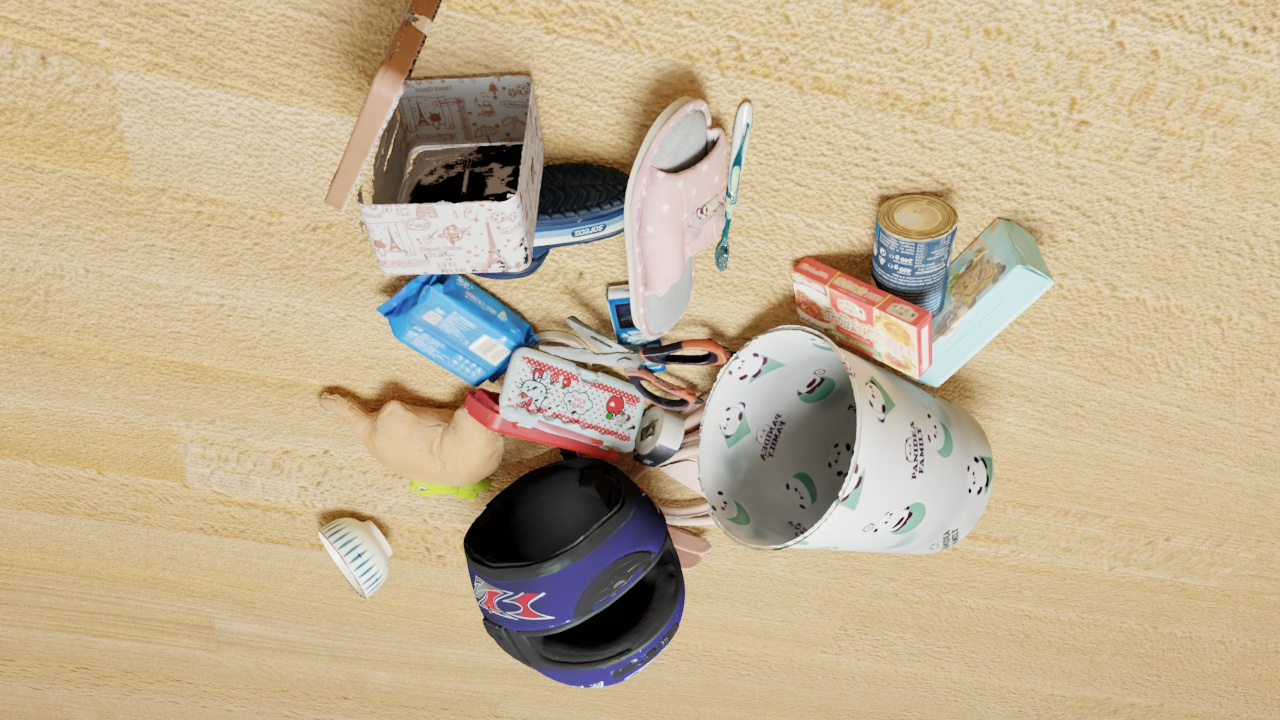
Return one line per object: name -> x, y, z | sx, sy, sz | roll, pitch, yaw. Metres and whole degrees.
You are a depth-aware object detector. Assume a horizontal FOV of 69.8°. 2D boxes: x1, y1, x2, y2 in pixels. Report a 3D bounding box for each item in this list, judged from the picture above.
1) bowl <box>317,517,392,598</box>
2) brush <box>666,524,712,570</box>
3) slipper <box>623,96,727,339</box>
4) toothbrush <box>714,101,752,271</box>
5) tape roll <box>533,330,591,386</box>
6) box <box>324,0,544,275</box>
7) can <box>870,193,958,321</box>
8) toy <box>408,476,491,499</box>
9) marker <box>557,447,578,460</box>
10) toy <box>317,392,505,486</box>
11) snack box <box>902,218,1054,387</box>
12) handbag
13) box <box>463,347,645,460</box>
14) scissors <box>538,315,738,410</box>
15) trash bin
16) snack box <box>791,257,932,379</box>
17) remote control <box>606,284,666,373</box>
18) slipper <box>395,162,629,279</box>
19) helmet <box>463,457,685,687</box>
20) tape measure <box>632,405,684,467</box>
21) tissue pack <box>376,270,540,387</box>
bowl -> -0.388, 0.265, 1.273 | 0.066, 0.116, 0.117 | -36, 143, -27
brush -> 0.024, 0.253, 1.271 | 0.145, 0.063, 0.073 | 18, 144, -17
slipper -> 0.037, -0.118, 0.861 | 0.054, 0.113, 0.275 | 33, 144, 23
toothbrush -> 0.088, -0.159, 0.876 | 0.016, 0.018, 0.192 | 2, 136, -3
tape roll -> -0.098, 0.001, 1.048 | 0.086, 0.013, 0.086 | 0, 136, 0
box -> -0.167, -0.196, 0.732 | 0.154, 0.182, 0.185 | -1, 139, 1
can -> 0.264, -0.098, 0.895 | 0.075, 0.075, 0.111 | -4, 135, 5
toy -> -0.251, 0.155, 1.198 | 0.100, 0.031, 0.097 | 30, 129, -32
marker -> -0.093, 0.109, 1.155 | 0.022, 0.020, 0.132 | -13, 135, 8
toy -> -0.276, 0.093, 1.106 | 0.226, 0.082, 0.144 | 6, 131, -1
snack box -> 0.333, -0.056, 0.938 | 0.051, 0.074, 0.175 | 20, 133, -20
handbag -> 0.081, 0.149, 1.159 | 0.235, 0.093, 0.193 | -27, 129, 35
box -> -0.088, 0.045, 1.040 | 0.201, 0.095, 0.101 | 20, 96, -42
scissors -> 0.003, 0.003, 1.008 | 0.226, 0.015, 0.189 | -6, 144, 3
trash bin -> 0.229, 0.103, 0.989 | 0.251, 0.229, 0.230 | 15, 136, -34
snack box -> 0.220, -0.044, 0.917 | 0.025, 0.153, 0.075 | -41, 139, -20
remote control -> -0.003, -0.033, 1.003 | 0.049, 0.024, 0.125 | -6, 137, 7
slipper -> -0.125, -0.118, 0.859 | 0.253, 0.104, 0.095 | -4, 131, 7
helmet -> -0.061, 0.263, 1.084 | 0.240, 0.246, 0.316 | 59, 159, -15
tape measure -> 0.022, 0.087, 1.092 | 0.033, 0.065, 0.066 | 23, 143, -26
tissue pack -> -0.194, -0.038, 0.983 | 0.095, 0.052, 0.157 | -36, 125, 29
